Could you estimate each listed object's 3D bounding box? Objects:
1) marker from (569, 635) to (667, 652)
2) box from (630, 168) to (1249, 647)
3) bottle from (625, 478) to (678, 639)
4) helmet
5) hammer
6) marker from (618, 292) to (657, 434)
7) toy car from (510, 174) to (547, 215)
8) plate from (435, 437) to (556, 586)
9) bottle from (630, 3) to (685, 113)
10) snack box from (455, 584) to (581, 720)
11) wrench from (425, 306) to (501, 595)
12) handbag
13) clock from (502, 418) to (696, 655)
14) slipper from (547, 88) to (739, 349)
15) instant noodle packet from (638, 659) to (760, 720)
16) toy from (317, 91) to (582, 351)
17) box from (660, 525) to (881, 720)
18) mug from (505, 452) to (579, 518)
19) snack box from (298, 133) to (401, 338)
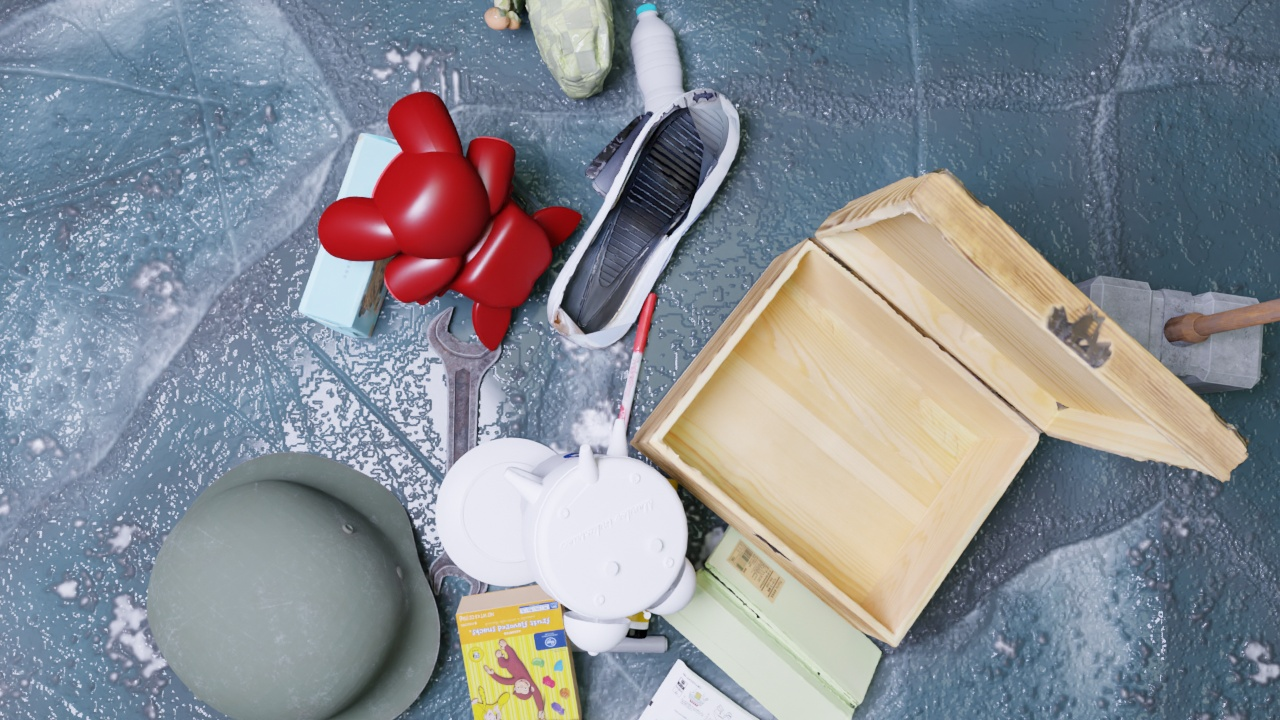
[{"bbox_3d":[-0.046,0.258,0.836,0.140,0.016,0.016,2,84,-3],"label":"marker"},{"bbox_3d":[0.210,0.035,0.704,0.279,0.337,0.286,39,78,-3],"label":"box"},{"bbox_3d":[0.003,0.177,0.833,0.043,0.043,0.143,9,84,-3],"label":"bottle"},{"bbox_3d":[-0.294,0.202,0.757,0.268,0.154,0.227,41,83,1],"label":"helmet"},{"bbox_3d":[0.488,-0.035,0.745,0.162,0.318,0.083,8,83,-3],"label":"hammer"},{"bbox_3d":[-0.005,0.005,0.866,0.013,0.013,0.142,13,84,-2],"label":"marker"},{"bbox_3d":[-0.122,-0.145,0.864,0.105,0.032,0.048,44,90,-11],"label":"toy car"},{"bbox_3d":[-0.118,0.138,0.838,0.134,0.011,0.134,1,85,-10],"label":"plate"},{"bbox_3d":[0.019,-0.274,0.879,0.044,0.044,0.136,-11,85,-5],"label":"bottle"},{"bbox_3d":[-0.105,0.267,0.803,0.088,0.040,0.126,-8,98,-2],"label":"snack box"},{"bbox_3d":[-0.166,0.086,0.849,0.070,0.010,0.273,1,84,-3],"label":"wrench"},{"bbox_3d":[-0.087,-0.334,0.848,0.117,0.113,0.186,-10,86,3],"label":"handbag"},{"bbox_3d":[-0.025,0.139,0.719,0.125,0.073,0.161,-24,95,-21],"label":"clock"},{"bbox_3d":[-0.006,-0.137,0.846,0.111,0.063,0.264,27,92,-41],"label":"slipper"},{"bbox_3d":[0.065,0.345,0.828,0.134,0.026,0.087,34,83,0],"label":"instant noodle packet"},{"bbox_3d":[-0.153,-0.112,0.785,0.120,0.197,0.158,29,86,40],"label":"toy"},{"bbox_3d":[0.117,0.251,0.841,0.188,0.082,0.097,44,40,2],"label":"box"},{"bbox_3d":[-0.062,0.121,0.795,0.121,0.090,0.091,27,77,-18],"label":"mug"},{"bbox_3d":[-0.249,-0.111,0.832,0.053,0.075,0.174,18,83,-2],"label":"snack box"}]
